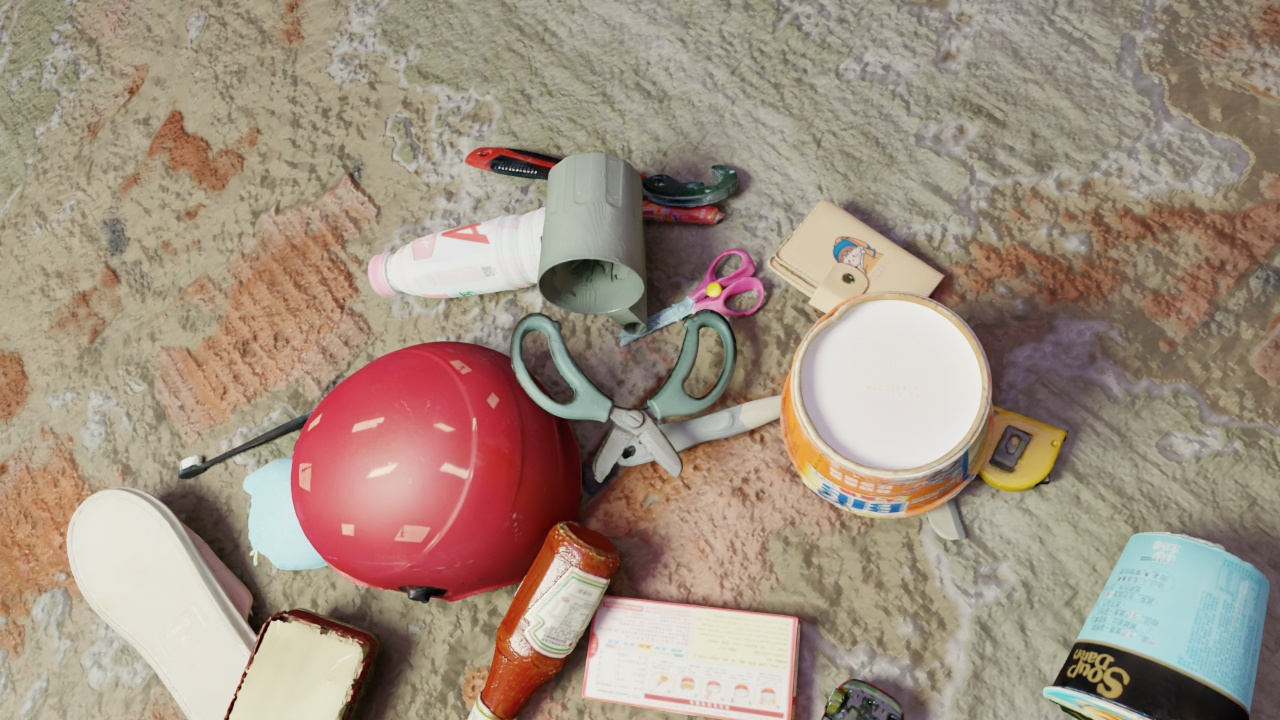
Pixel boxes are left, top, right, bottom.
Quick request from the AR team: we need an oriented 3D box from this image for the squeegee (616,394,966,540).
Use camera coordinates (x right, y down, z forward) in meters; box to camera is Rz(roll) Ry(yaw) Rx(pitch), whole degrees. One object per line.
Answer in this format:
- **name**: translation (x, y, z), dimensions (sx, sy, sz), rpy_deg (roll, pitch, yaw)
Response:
- **squeegee**: translation (0.091, 0.042, 0.712), dimensions (0.247, 0.039, 0.246), rpy_deg (-16, 68, 13)

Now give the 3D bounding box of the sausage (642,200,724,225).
- **sausage**: translation (0.000, -0.133, 0.811), dimensions (0.156, 0.020, 0.020), rpy_deg (7, 74, 20)

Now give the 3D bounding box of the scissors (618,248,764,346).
- **scissors**: translation (0.040, -0.041, 0.772), dimensions (0.135, 0.017, 0.063), rpy_deg (-29, 74, 12)

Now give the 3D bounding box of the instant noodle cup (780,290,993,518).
- **instant noodle cup**: translation (0.165, 0.027, 0.616), dimensions (0.151, 0.111, 0.151), rpy_deg (-3, 75, 12)

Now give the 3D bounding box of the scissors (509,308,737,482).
- **scissors**: translation (-0.008, 0.003, 0.707), dimensions (0.173, 0.019, 0.169), rpy_deg (42, 67, 9)

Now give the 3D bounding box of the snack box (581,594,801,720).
- **snack box**: translation (0.037, 0.220, 0.676), dimensions (0.156, 0.027, 0.077), rpy_deg (2, 72, 19)

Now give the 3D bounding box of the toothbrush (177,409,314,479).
- **toothbrush**: translation (-0.360, 0.073, 0.864), dimensions (0.181, 0.015, 0.018), rpy_deg (-22, 58, 11)

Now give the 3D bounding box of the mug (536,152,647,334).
- **mug**: translation (-0.029, -0.093, 0.748), dimensions (0.084, 0.124, 0.103), rpy_deg (-13, 60, 24)

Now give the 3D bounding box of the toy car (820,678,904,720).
- **toy car**: translation (0.133, 0.275, 0.616), dimensions (0.053, 0.045, 0.120), rpy_deg (26, 76, 22)

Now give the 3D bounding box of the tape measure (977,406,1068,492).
- **tape measure**: translation (0.265, 0.064, 0.653), dimensions (0.060, 0.029, 0.057), rpy_deg (22, 81, 24)

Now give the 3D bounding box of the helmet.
- **helmet**: translation (-0.171, 0.078, 0.712), dimensions (0.240, 0.144, 0.206), rpy_deg (-11, 69, 0)

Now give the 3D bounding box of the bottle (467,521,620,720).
- **bottle**: translation (-0.086, 0.221, 0.691), dimensions (0.060, 0.059, 0.206), rpy_deg (31, 96, 25)

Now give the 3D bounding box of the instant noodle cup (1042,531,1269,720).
- **instant noodle cup**: translation (0.324, 0.174, 0.559), dimensions (0.111, 0.111, 0.120), rpy_deg (23, 73, 24)

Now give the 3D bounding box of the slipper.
- **slipper**: translation (-0.400, 0.221, 0.805), dimensions (0.274, 0.054, 0.114), rpy_deg (44, 93, 14)

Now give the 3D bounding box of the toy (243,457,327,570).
- **toy**: translation (-0.272, 0.128, 0.798), dimensions (0.161, 0.050, 0.156), rpy_deg (36, 77, 20)

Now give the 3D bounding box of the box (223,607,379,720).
- **box**: translation (-0.275, 0.287, 0.714), dimensions (0.091, 0.079, 0.168), rpy_deg (20, 79, -3)

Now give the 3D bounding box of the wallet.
- **wallet**: translation (0.165, -0.069, 0.714), dimensions (0.115, 0.024, 0.087), rpy_deg (38, 70, 14)

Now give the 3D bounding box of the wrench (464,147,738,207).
- **wrench**: translation (-0.044, -0.170, 0.832), dimensions (0.274, 0.016, 0.056), rpy_deg (11, 46, 23)

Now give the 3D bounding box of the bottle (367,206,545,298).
- **bottle**: translation (-0.152, -0.091, 0.824), dimensions (0.197, 0.068, 0.068), rpy_deg (-7, 70, 19)
